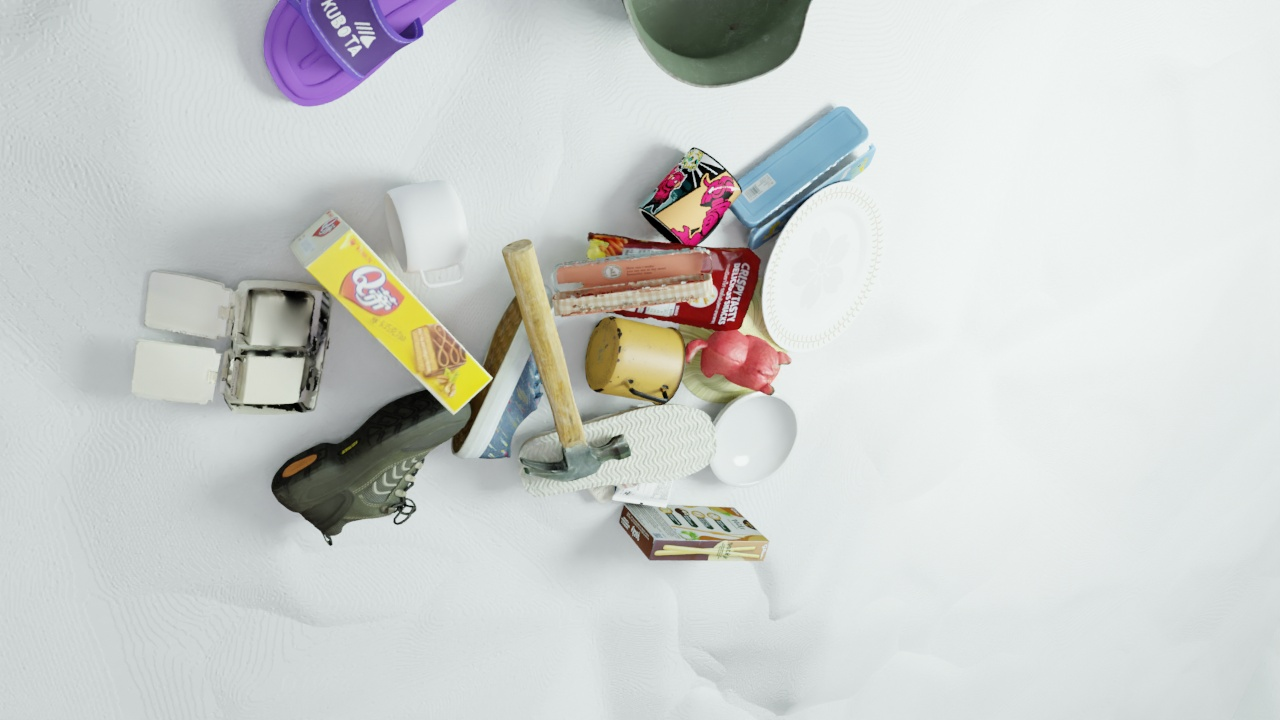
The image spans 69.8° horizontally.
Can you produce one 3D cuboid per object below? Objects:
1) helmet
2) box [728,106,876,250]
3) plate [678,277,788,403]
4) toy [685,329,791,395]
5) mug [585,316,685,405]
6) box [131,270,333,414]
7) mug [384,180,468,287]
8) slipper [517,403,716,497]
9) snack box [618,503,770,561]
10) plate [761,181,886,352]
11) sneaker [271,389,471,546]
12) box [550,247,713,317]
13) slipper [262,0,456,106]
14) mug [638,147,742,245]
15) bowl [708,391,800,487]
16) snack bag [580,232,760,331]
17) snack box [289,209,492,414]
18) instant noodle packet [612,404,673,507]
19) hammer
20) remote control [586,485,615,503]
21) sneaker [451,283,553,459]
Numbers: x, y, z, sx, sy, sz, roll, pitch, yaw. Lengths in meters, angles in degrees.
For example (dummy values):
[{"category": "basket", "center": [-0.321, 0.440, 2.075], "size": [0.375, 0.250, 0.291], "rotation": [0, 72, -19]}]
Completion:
[{"category": "helmet", "center": [0.077, -0.429, 0.976], "size": [0.267, 0.154, 0.227], "rotation": [-35, 123, -4]}, {"category": "box", "center": [0.205, -0.238, 1.196], "size": [0.209, 0.073, 0.086], "rotation": [-36, 161, -7]}, {"category": "plate", "center": [0.137, -0.020, 1.245], "size": [0.184, 0.036, 0.184], "rotation": [-10, 114, -22]}, {"category": "toy", "center": [0.121, -0.005, 1.166], "size": [0.132, 0.094, 0.088], "rotation": [12, 105, -27]}, {"category": "mug", "center": [-0.007, 0.007, 1.136], "size": [0.094, 0.123, 0.101], "rotation": [11, 126, -27]}, {"category": "box", "center": [-0.426, -0.019, 0.965], "size": [0.187, 0.058, 0.144], "rotation": [7, 106, -32]}, {"category": "mug", "center": [-0.224, -0.133, 0.979], "size": [0.068, 0.094, 0.115], "rotation": [-15, 79, -22]}, {"category": "slipper", "center": [-0.031, 0.118, 1.190], "size": [0.262, 0.052, 0.115], "rotation": [-8, 101, -15]}, {"category": "snack box", "center": [0.075, 0.240, 1.284], "size": [0.185, 0.101, 0.032], "rotation": [7, 107, -28]}, {"category": "plate", "center": [0.248, -0.125, 1.245], "size": [0.241, 0.016, 0.243], "rotation": [-21, 125, -32]}, {"category": "sneaker", "center": [-0.286, 0.139, 1.065], "size": [0.237, 0.101, 0.143], "rotation": [-29, 116, -8]}, {"category": "box", "center": [-0.010, -0.088, 1.036], "size": [0.187, 0.056, 0.071], "rotation": [-8, 85, 4]}, {"category": "slipper", "center": [-0.248, -0.351, 0.891], "size": [0.266, 0.084, 0.107], "rotation": [-38, 122, -7]}, {"category": "mug", "center": [0.067, -0.187, 1.124], "size": [0.098, 0.082, 0.118], "rotation": [-49, 150, -1]}, {"category": "bowl", "center": [0.152, 0.105, 1.300], "size": [0.149, 0.043, 0.150], "rotation": [-10, 115, -22]}, {"category": "snack bag", "center": [0.033, -0.090, 1.101], "size": [0.208, 0.066, 0.139], "rotation": [9, 137, -1]}, {"category": "snack box", "center": [-0.268, -0.051, 0.991], "size": [0.061, 0.110, 0.230], "rotation": [-44, 123, -8]}, {"category": "instant noodle packet", "center": [0.017, 0.131, 1.247], "size": [0.087, 0.026, 0.134], "rotation": [13, 94, -30]}, {"category": "hammer", "center": [-0.102, 0.012, 1.043], "size": [0.132, 0.033, 0.331], "rotation": [-20, 128, -10]}, {"category": "remote control", "center": [-0.071, 0.141, 1.222], "size": [0.038, 0.018, 0.125], "rotation": [-38, 121, -8]}, {"category": "sneaker", "center": [-0.146, 0.021, 1.095], "size": [0.079, 0.087, 0.236], "rotation": [19, 105, -27]}]
